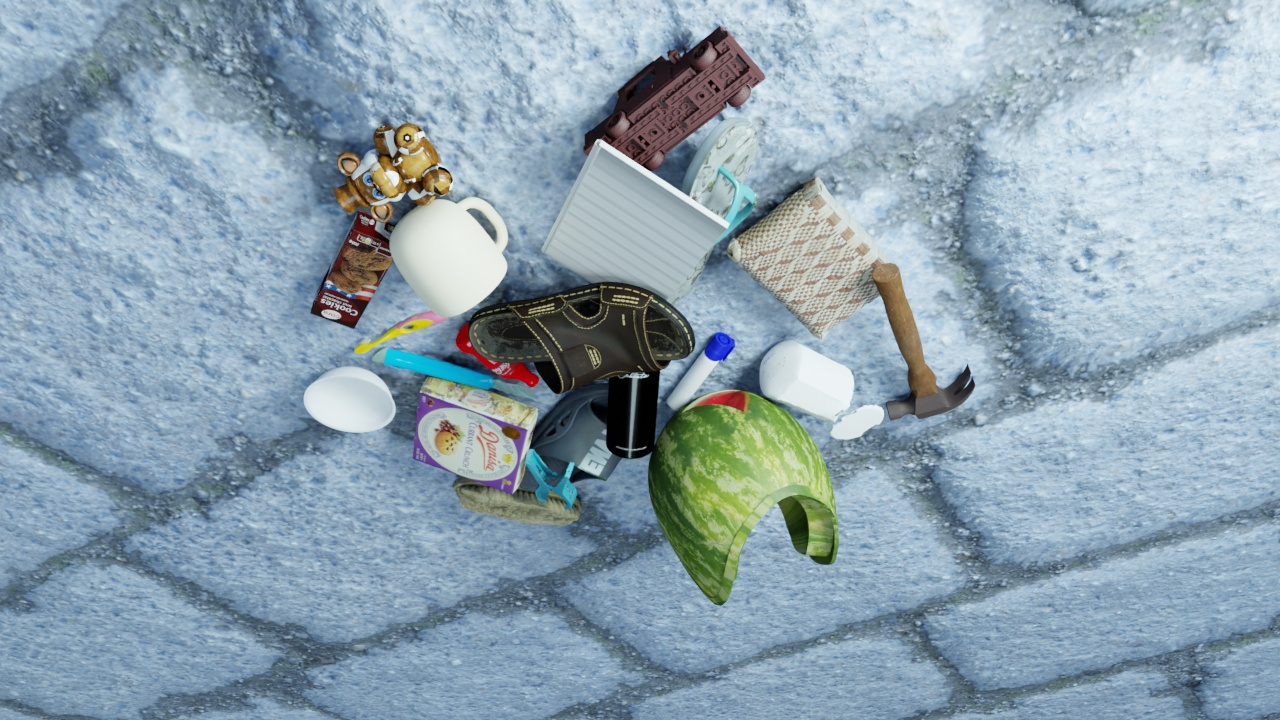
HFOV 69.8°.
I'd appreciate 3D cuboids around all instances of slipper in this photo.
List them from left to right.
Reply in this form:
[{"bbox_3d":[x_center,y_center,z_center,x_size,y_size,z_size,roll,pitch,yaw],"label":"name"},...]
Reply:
[{"bbox_3d":[-0.089,0.122,1.226,0.110,0.083,0.269,30,130,-29],"label":"slipper"},{"bbox_3d":[-0.073,-0.020,1.008,0.268,0.075,0.113,-1,131,19],"label":"slipper"},{"bbox_3d":[0.077,-0.137,0.936,0.055,0.098,0.269,43,149,15],"label":"slipper"}]

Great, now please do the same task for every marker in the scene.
[{"bbox_3d":[0.075,0.016,1.159,0.027,0.023,0.133,18,134,-18],"label":"marker"}]

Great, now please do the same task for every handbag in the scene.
[{"bbox_3d":[0.192,-0.110,1.011,0.124,0.047,0.185,-35,131,23],"label":"handbag"}]

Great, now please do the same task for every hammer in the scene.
[{"bbox_3d":[0.327,-0.015,1.104,0.115,0.033,0.323,-18,144,17],"label":"hammer"}]

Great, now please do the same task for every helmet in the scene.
[{"bbox_3d":[0.119,0.156,1.159,0.213,0.247,0.244,-16,122,-19],"label":"helmet"}]

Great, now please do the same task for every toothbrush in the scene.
[{"bbox_3d":[-0.283,-0.036,1.091,0.136,0.016,0.021,-20,133,15],"label":"toothbrush"}]

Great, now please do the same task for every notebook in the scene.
[{"bbox_3d":[-0.014,-0.123,0.925,0.142,0.009,0.210,32,152,-6],"label":"notebook"}]

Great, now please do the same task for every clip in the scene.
[{"bbox_3d":[-0.100,0.166,1.214,0.114,0.028,0.127,23,150,4],"label":"clip"}]

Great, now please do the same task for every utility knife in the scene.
[{"bbox_3d":[-0.230,0.017,1.141,0.205,0.015,0.031,17,133,-9],"label":"utility knife"}]

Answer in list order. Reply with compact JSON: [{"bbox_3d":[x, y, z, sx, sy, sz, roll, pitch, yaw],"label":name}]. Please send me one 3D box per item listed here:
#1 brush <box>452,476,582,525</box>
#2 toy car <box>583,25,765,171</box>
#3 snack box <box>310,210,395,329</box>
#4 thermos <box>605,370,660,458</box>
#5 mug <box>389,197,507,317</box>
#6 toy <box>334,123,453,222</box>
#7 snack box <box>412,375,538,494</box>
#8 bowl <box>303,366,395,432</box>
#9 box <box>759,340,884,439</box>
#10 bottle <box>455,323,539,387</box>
[{"bbox_3d":[-0.178,0.204,1.338,0.195,0.043,0.059,15,134,-20],"label":"brush"},{"bbox_3d":[0.028,-0.238,0.848,0.170,0.061,0.070,-32,130,27],"label":"toy car"},{"bbox_3d":[-0.313,-0.097,1.008,0.051,0.031,0.141,22,132,-25],"label":"snack box"},{"bbox_3d":[-0.006,0.007,1.091,0.061,0.061,0.232,1,121,-4],"label":"thermos"},{"bbox_3d":[-0.197,-0.121,0.951,0.120,0.096,0.100,-45,124,-14],"label":"mug"},{"bbox_3d":[-0.246,-0.181,0.897,0.113,0.067,0.087,-27,118,7],"label":"toy"},{"bbox_3d":[-0.217,0.096,1.193,0.148,0.040,0.144,19,135,1],"label":"snack box"},{"bbox_3d":[-0.361,0.041,1.151,0.110,0.040,0.110,-1,138,-1],"label":"bowl"},{"bbox_3d":[0.229,0.042,1.147,0.165,0.092,0.083,22,121,-28],"label":"box"},{"bbox_3d":[-0.170,-0.002,1.117,0.036,0.036,0.119,-31,131,27],"label":"bottle"}]
